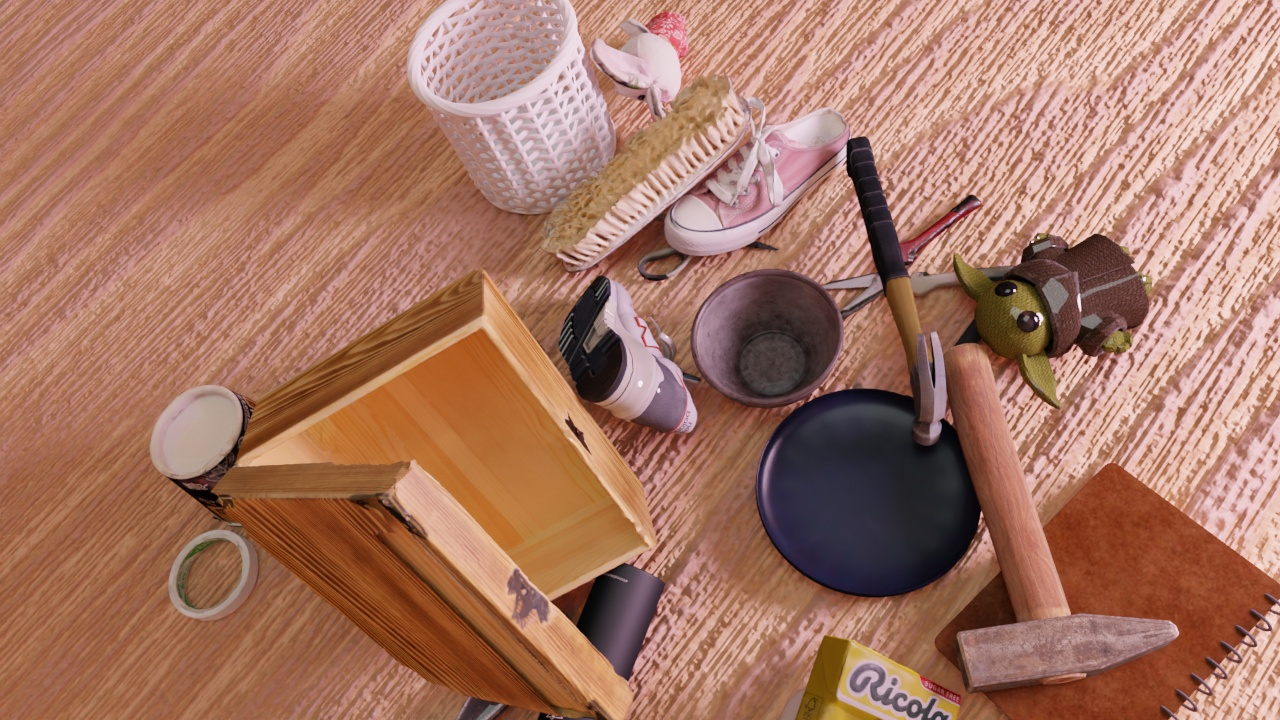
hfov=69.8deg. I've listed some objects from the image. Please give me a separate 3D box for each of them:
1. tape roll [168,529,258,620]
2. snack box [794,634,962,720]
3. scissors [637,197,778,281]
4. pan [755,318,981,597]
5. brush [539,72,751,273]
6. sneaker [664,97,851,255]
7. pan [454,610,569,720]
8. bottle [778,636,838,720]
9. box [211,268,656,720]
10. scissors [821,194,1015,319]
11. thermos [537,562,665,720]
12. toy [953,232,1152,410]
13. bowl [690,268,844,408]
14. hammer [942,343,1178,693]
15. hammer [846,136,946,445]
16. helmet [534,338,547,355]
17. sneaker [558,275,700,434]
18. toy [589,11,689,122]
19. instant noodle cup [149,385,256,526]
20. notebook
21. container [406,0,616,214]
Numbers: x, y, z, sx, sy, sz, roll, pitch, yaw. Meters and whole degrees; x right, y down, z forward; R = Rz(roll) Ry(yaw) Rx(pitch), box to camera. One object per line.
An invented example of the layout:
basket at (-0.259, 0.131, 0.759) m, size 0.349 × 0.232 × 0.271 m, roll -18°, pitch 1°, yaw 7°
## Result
tape roll at (-0.448, 0.225, 0.963) m, size 0.094 × 0.018 × 0.093 m, roll -6°, pitch 63°, yaw 11°
snack box at (0.167, 0.319, 0.703) m, size 0.121 × 0.045 × 0.180 m, roll 30°, pitch 72°, yaw -16°
scissors at (0.064, -0.137, 1.011) m, size 0.168 × 0.012 × 0.157 m, roll -40°, pitch 63°, yaw -10°
pan at (0.254, 0.059, 0.857) m, size 0.199 × 0.021 × 0.355 m, roll 32°, pitch 72°, yaw 24°
brush at (0.002, -0.194, 0.979) m, size 0.272 × 0.056 × 0.083 m, roll -37°, pitch 47°, yaw 21°
sneaker at (0.126, -0.203, 0.977) m, size 0.241 × 0.088 × 0.118 m, roll -36°, pitch 60°, yaw -9°
pan at (-0.188, 0.362, 0.809) m, size 0.187 × 0.055 × 0.356 m, roll 35°, pitch 65°, yaw 26°
bottle at (0.129, 0.319, 0.743) m, size 0.052 × 0.052 × 0.195 m, roll 20°, pitch 71°, yaw 23°
box at (-0.161, 0.145, 0.720) m, size 0.270 × 0.279 × 0.263 m, roll -28°, pitch 33°, yaw 9°
scissors at (0.291, -0.097, 0.929) m, size 0.179 × 0.015 × 0.194 m, roll 23°, pitch 73°, yaw 24°
thermos at (-0.048, 0.292, 0.798) m, size 0.061 × 0.061 × 0.230 m, roll 15°, pitch 69°, yaw 21°
toy at (0.384, -0.055, 0.841) m, size 0.153 × 0.078 × 0.179 m, roll -22°, pitch 60°, yaw -1°
bowl at (0.126, -0.011, 0.899) m, size 0.145 × 0.067 × 0.144 m, roll -6°, pitch 63°, yaw 12°
hammer at (0.317, 0.115, 0.779) m, size 0.158 × 0.037 × 0.300 m, roll -11°, pitch 59°, yaw 8°
hammer at (0.240, -0.090, 0.878) m, size 0.025 × 0.118 × 0.332 m, roll -9°, pitch 55°, yaw 6°
helmet at (-0.211, 0.052, 0.900) m, size 0.265 × 0.170 × 0.164 m, roll -25°, pitch 61°, yaw 1°
sneaker at (-0.005, 0.005, 0.912) m, size 0.089 × 0.124 × 0.239 m, roll -50°, pitch 21°, yaw 15°
toy at (0.010, -0.346, 1.074) m, size 0.084 × 0.159 × 0.193 m, roll -21°, pitch 39°, yaw 31°
instant noodle cup at (-0.439, 0.094, 0.972) m, size 0.137 × 0.112 × 0.137 m, roll -7°, pitch 62°, yaw 12°
notebook at (0.379, 0.214, 0.745) m, size 0.225 × 0.024 × 0.167 m, roll -42°, pitch 61°, yaw -8°
container at (-0.138, -0.295, 1.042) m, size 0.189 × 0.187 × 0.189 m, roll -6°, pitch 63°, yaw 12°
